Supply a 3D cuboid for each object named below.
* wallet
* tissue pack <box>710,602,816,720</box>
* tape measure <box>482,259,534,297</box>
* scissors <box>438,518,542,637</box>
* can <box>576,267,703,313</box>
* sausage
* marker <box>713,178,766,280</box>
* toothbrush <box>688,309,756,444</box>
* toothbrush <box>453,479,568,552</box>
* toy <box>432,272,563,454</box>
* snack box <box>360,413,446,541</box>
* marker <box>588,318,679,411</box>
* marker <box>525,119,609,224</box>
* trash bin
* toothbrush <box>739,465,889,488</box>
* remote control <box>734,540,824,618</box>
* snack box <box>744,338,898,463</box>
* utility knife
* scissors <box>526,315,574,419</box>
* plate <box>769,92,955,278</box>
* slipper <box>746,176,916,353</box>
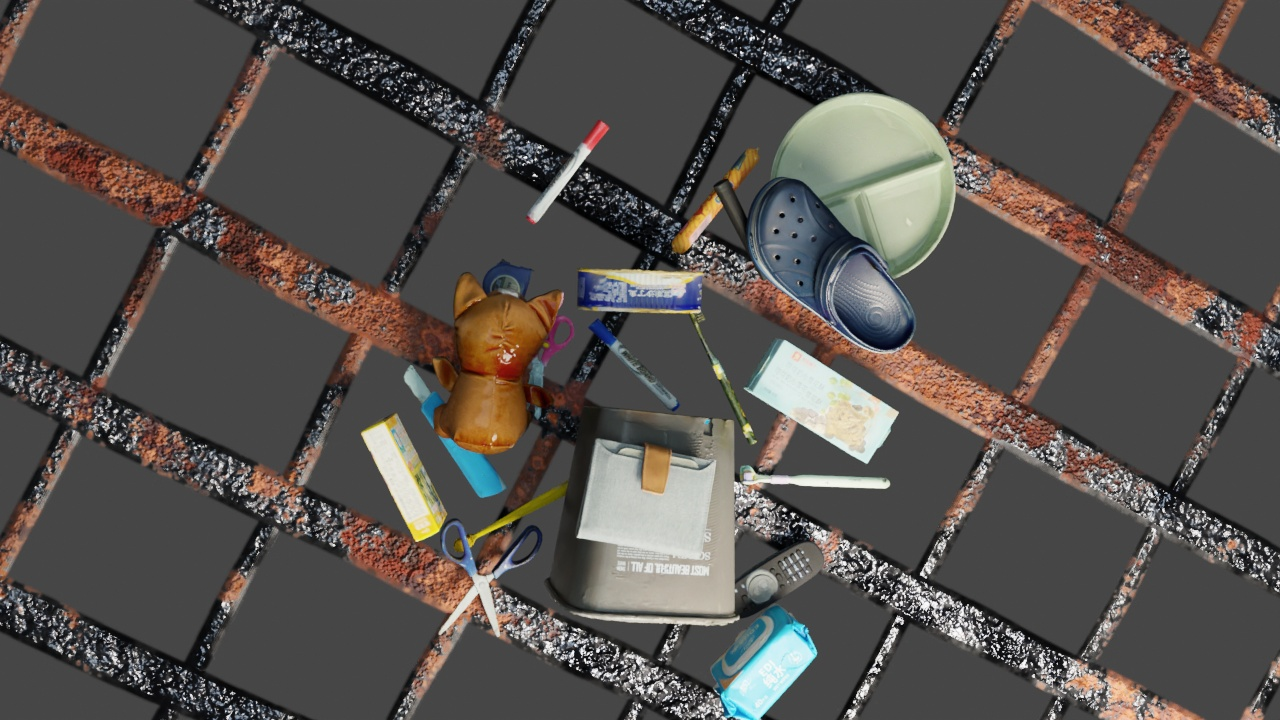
[{"bbox_3d":[0.008,0.137,0.926,0.129,0.037,0.106,13,80,-12],"label":"wallet"},{"bbox_3d":[0.145,0.362,1.106,0.063,0.090,0.140,44,89,-6],"label":"tissue pack"},{"bbox_3d":[-0.158,-0.088,1.082,0.054,0.025,0.058,17,88,-4],"label":"tape measure"},{"bbox_3d":[-0.185,0.253,1.092,0.162,0.012,0.176,-30,114,-16],"label":"scissors"},{"bbox_3d":[-0.001,-0.082,1.072,0.148,0.074,0.049,1,96,-5],"label":"can"},{"bbox_3d":[0.090,-0.191,1.099,0.021,0.021,0.165,39,89,-7],"label":"sausage"},{"bbox_3d":[0.123,-0.154,1.092,0.020,0.022,0.132,-20,110,26],"label":"marker"},{"bbox_3d":[0.102,0.018,1.119,0.017,0.012,0.186,-27,96,-14],"label":"toothbrush"},{"bbox_3d":[-0.140,0.181,1.105,0.190,0.016,0.015,-28,97,-3],"label":"toothbrush"},{"bbox_3d":[-0.164,0.003,1.042,0.140,0.130,0.200,5,110,-17],"label":"toy"},{"bbox_3d":[-0.270,0.132,1.055,0.033,0.087,0.140,-28,96,-4],"label":"snack box"},{"bbox_3d":[-0.007,0.006,1.106,0.017,0.017,0.146,-44,96,-1],"label":"marker"},{"bbox_3d":[-0.087,-0.222,1.083,0.017,0.017,0.145,37,90,-7],"label":"marker"},{"bbox_3d":[0.008,0.166,1.031,0.199,0.199,0.219,7,87,-15],"label":"trash bin"},{"bbox_3d":[0.217,0.147,1.135,0.189,0.029,0.020,4,135,-7],"label":"toothbrush"},{"bbox_3d":[0.164,0.269,1.135,0.136,0.024,0.053,-32,98,-1],"label":"remote control"},{"bbox_3d":[0.218,0.048,1.111,0.175,0.051,0.074,31,91,-7],"label":"snack box"},{"bbox_3d":[-0.224,0.085,1.091,0.034,0.018,0.185,-36,95,-17],"label":"utility knife"},{"bbox_3d":[-0.132,0.005,1.097,0.076,0.017,0.137,19,96,-7],"label":"scissors"},{"bbox_3d":[0.267,-0.206,1.112,0.230,0.027,0.230,0,94,-6],"label":"plate"},{"bbox_3d":[0.222,-0.100,1.058,0.253,0.095,0.105,45,88,-11],"label":"slipper"}]
